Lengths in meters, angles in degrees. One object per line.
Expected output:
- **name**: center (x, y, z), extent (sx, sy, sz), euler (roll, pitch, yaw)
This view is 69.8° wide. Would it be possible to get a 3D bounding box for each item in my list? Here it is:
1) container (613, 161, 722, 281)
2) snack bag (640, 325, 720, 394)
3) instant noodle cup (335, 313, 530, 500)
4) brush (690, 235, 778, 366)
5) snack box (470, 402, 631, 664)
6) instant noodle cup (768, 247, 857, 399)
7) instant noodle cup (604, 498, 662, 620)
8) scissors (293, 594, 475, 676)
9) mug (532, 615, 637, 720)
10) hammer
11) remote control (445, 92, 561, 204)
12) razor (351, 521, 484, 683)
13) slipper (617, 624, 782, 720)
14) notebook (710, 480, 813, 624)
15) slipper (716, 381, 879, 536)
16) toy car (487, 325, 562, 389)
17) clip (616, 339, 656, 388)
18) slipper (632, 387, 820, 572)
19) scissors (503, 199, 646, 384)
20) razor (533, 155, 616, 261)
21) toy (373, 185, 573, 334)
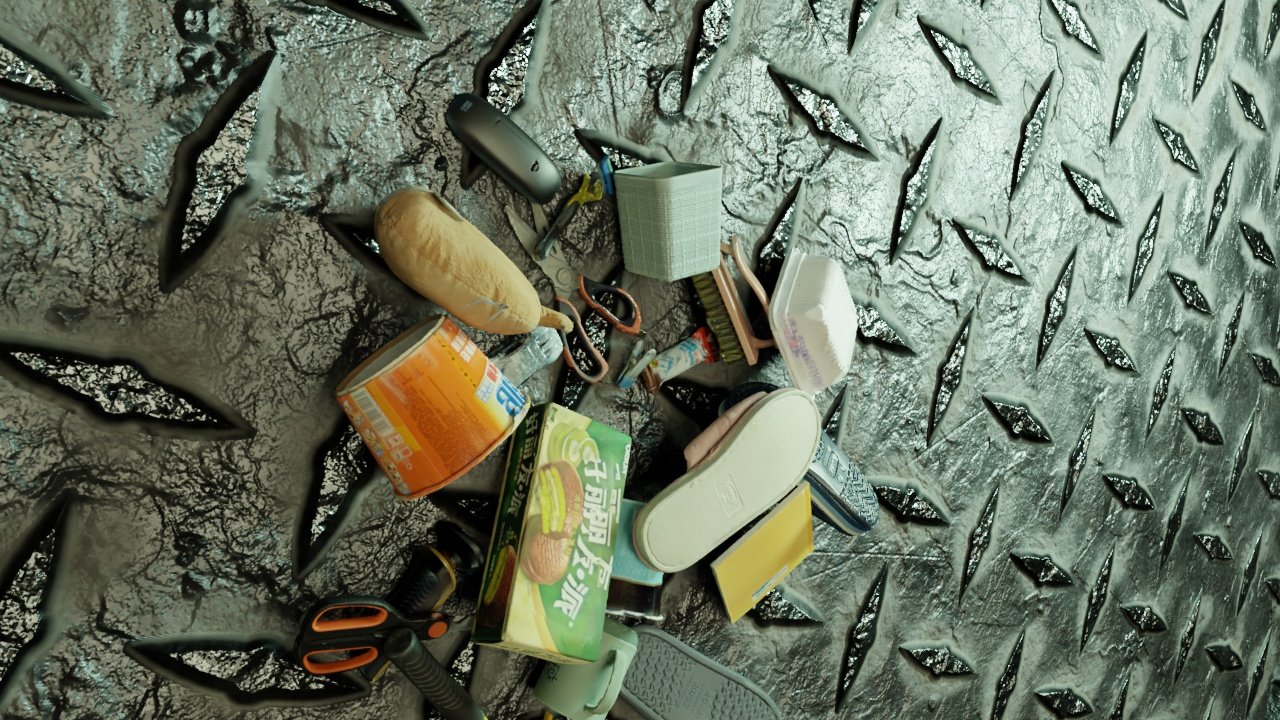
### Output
- **container**: center (0.032, -0.149, 0.981), extent (0.089, 0.090, 0.111), euler (-19, 115, -35)
- **snack bag**: center (0.044, -0.001, 1.051), extent (0.104, 0.026, 0.048), euler (-23, 95, -31)
- **instant noodle cup**: center (-0.192, 0.036, 0.827), extent (0.151, 0.152, 0.111), euler (-42, 109, -23)
- **brush**: center (0.107, -0.070, 1.051), extent (0.063, 0.073, 0.146), euler (-62, 131, -66)
- **snack box**: center (-0.085, 0.172, 0.918), extent (0.114, 0.063, 0.239), euler (27, 60, -35)
- **instant noodle cup**: center (0.212, -0.048, 1.090), extent (0.138, 0.060, 0.173), euler (63, 32, -27)
- **instant noodle cup**: center (-0.021, 0.210, 0.995), extent (0.111, 0.111, 0.120), euler (17, 77, -35)
- **scissors**: center (-0.210, 0.261, 0.868), extent (0.234, 0.021, 0.125), euler (26, 102, -38)
- **mug**: center (-0.050, 0.327, 0.976), extent (0.082, 0.112, 0.106), euler (33, 76, -23)
- **hammer**: center (-0.167, 0.359, 0.911), extent (0.128, 0.033, 0.301), euler (-45, 132, -23)
- **remote control**: center (-0.130, -0.208, 0.900), extent (0.136, 0.024, 0.053), euler (39, 70, -27)
- **razor**: center (-0.217, 0.237, 0.892), extent (0.167, 0.062, 0.067), euler (-53, 152, -11)
- **slipper**: center (0.060, 0.405, 1.092), extent (0.268, 0.083, 0.110), euler (39, 67, -13)
- **notebook**: center (0.149, 0.233, 1.083), extent (0.145, 0.010, 0.206), euler (-39, 148, -13)
- **slipper**: center (0.186, 0.126, 1.129), extent (0.253, 0.095, 0.104), euler (40, 35, -13)
- **toy car**: center (-0.125, 0.001, 0.932), extent (0.105, 0.031, 0.049), euler (-41, 115, -22)
- **clip**: center (-0.007, 0.005, 1.014), extent (0.024, 0.028, 0.057), euler (14, 110, -56)
- **slipper**: center (0.094, 0.126, 1.002), extent (0.273, 0.054, 0.114), euler (-39, 109, -24)
- **scissors**: center (-0.067, -0.077, 0.972), extent (0.213, 0.015, 0.197), euler (8, 91, -34)
- **razor**: center (-0.071, -0.153, 0.945), extent (0.142, 0.022, 0.043), euler (-55, 146, -28)
- **toy**: center (-0.146, -0.071, 0.840), extent (0.082, 0.143, 0.226), euler (-45, 122, 8)
